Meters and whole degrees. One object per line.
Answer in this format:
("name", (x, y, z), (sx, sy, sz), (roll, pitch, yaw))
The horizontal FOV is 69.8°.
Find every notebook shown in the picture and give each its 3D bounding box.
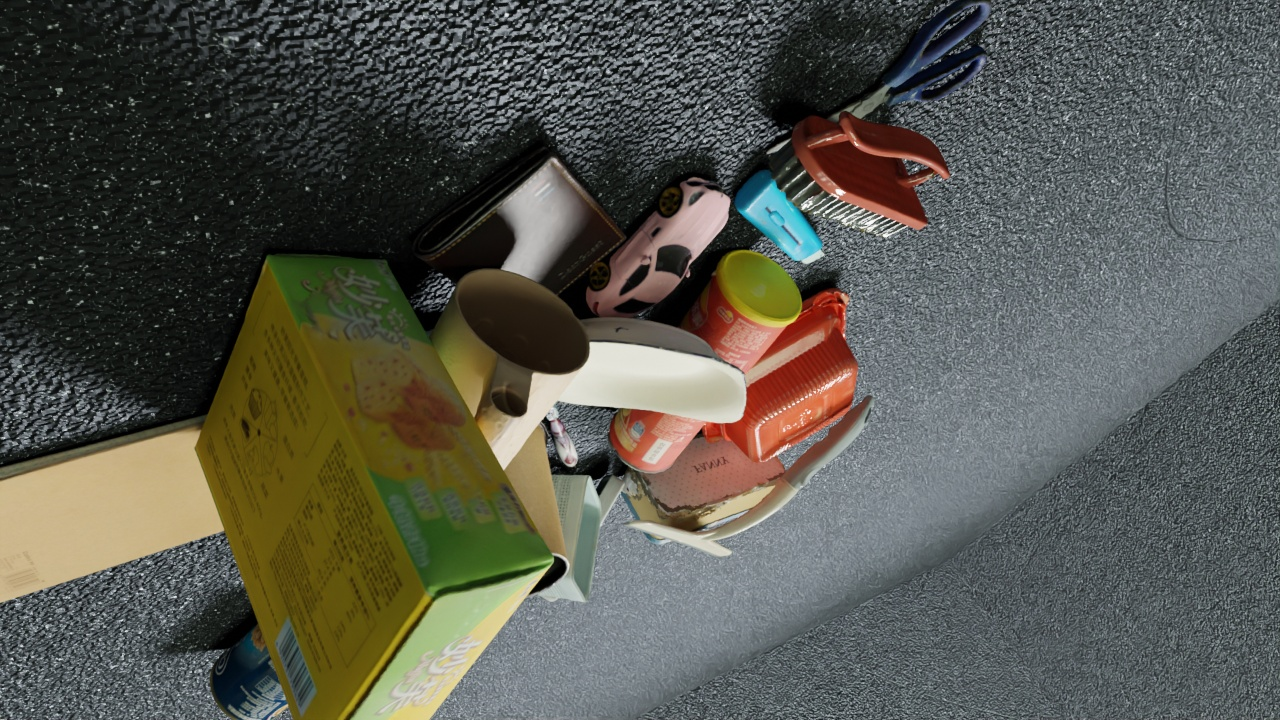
("notebook", (-0.308, 0.087, 0.580), (0.211, 0.012, 0.150), (-17, 152, -27))

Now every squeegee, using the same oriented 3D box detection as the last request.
("squeegee", (0.137, 0.122, 0.901), (0.247, 0.039, 0.246), (-38, 151, 9))

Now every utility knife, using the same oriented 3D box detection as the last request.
("utility knife", (0.110, -0.100, 0.688), (0.034, 0.018, 0.166), (-37, 155, 15))

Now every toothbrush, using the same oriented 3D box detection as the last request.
("toothbrush", (-0.067, 0.064, 0.779), (0.016, 0.017, 0.188), (-24, 158, -7))

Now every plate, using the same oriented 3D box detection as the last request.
("plate", (-0.004, 0.004, 0.664), (0.164, 0.034, 0.164), (6, 163, 8))

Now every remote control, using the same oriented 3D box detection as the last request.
("remote control", (-0.060, 0.174, 0.906), (0.135, 0.019, 0.056), (-59, -175, -15))

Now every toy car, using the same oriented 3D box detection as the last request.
("toy car", (0.013, -0.070, 0.615), (0.123, 0.037, 0.056), (-45, 153, 25))

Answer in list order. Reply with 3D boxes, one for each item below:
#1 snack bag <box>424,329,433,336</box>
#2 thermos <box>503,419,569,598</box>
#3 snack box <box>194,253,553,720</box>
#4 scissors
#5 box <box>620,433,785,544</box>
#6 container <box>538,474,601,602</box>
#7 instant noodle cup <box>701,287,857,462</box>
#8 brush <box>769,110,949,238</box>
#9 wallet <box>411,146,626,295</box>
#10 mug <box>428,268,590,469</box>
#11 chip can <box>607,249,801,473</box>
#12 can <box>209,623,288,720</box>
("snack bag", (-0.133, -0.004, 0.586), (0.105, 0.026, 0.045), (-8, 143, -43))
("thermos", (-0.102, 0.103, 0.695), (0.093, 0.143, 0.093), (-15, 141, -13))
("snack box", (-0.150, 0.070, 0.474), (0.069, 0.210, 0.158), (-2, 138, -45))
("scissors", (0.160, -0.180, 0.603), (0.169, 0.012, 0.147), (-18, 153, -24))
("box", (0.073, 0.125, 0.973), (0.184, 0.089, 0.059), (-10, 143, -31))
("container", (-0.098, 0.148, 0.780), (0.111, 0.089, 0.090), (3, 151, 8))
("instant noodle cup", (0.136, 0.025, 0.874), (0.164, 0.079, 0.189), (-30, 153, -5))
("brush", (0.147, -0.128, 0.604), (0.069, 0.063, 0.145), (-31, 157, 37))
("wallet", (-0.067, -0.070, 0.549), (0.096, 0.020, 0.122), (-34, 157, 7))
("mug", (-0.091, 0.024, 0.522), (0.084, 0.124, 0.104), (26, 124, -18))
("chip can", (0.047, 0.009, 0.752), (0.073, 0.073, 0.217), (-10, 147, -38))
("can", (-0.315, 0.261, 0.813), (0.111, 0.075, 0.075), (-40, 153, 19))
